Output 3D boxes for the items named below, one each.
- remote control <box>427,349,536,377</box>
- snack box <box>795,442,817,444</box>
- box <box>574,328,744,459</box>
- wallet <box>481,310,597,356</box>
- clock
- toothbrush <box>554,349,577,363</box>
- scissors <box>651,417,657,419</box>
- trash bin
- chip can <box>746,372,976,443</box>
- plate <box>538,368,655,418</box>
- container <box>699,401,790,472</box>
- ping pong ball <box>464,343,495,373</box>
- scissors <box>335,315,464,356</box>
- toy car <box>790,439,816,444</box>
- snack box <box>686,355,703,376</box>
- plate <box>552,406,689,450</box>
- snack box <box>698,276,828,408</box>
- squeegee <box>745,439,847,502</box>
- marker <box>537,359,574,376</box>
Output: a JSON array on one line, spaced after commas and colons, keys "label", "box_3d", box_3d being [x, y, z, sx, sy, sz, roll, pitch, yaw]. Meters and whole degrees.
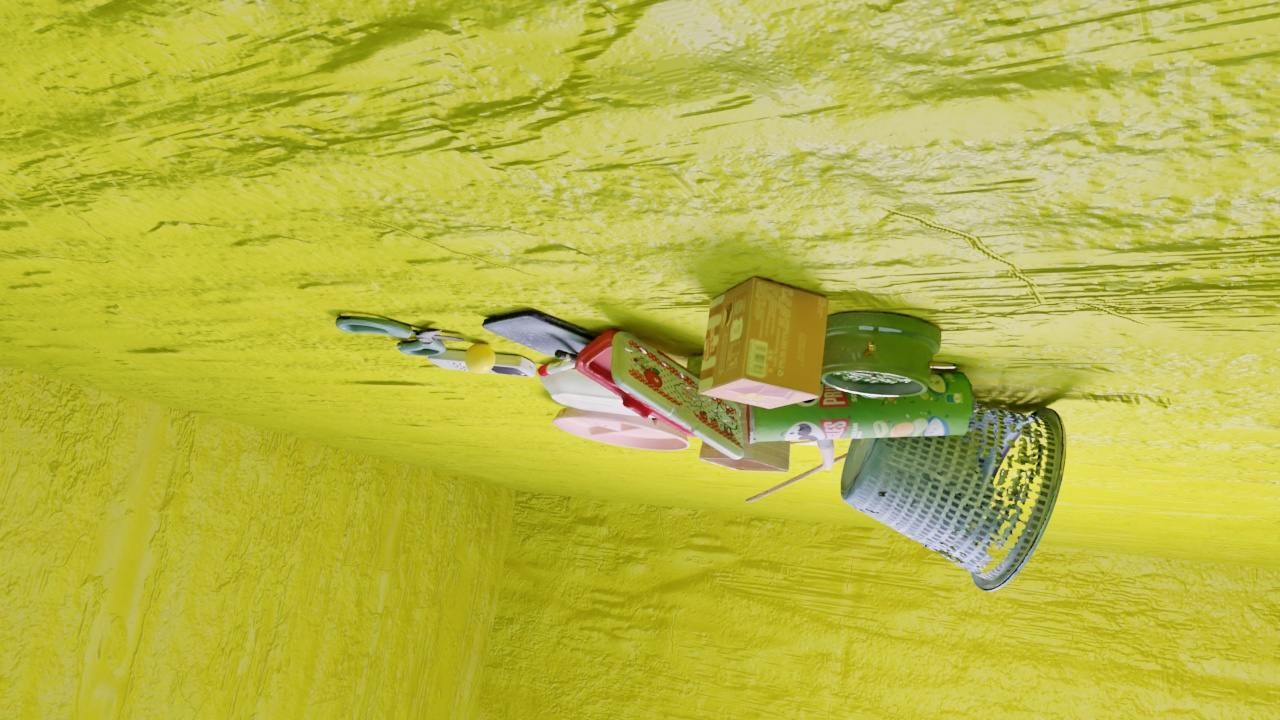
[{"label": "remote control", "box_3d": [-0.222, 0.004, 1.288, 0.150, 0.021, 0.058, 5, 167, 18]}, {"label": "snack box", "box_3d": [0.206, 0.106, 1.417, 0.141, 0.033, 0.086, -4, 162, 38]}, {"label": "box", "box_3d": [0.023, 0.051, 1.054, 0.201, 0.100, 0.103, 33, 131, -28]}, {"label": "wallet", "box_3d": [-0.111, -0.032, 1.072, 0.120, 0.019, 0.097, 22, 160, -40]}, {"label": "clock", "box_3d": [0.220, 0.000, 0.895, 0.116, 0.056, 0.161, 14, 167, -17]}, {"label": "toothbrush", "box_3d": [-0.065, 0.004, 1.139, 0.017, 0.012, 0.185, -14, 169, 18]}, {"label": "scissors", "box_3d": [0.031, 0.090, 1.484, 0.233, 0.021, 0.221, 12, 167, -10]}, {"label": "trash bin", "box_3d": [0.351, 0.130, 1.080, 0.195, 0.226, 0.227, 20, 168, 5]}, {"label": "chip can", "box_3d": [0.233, 0.050, 0.990, 0.236, 0.072, 0.072, -2, 166, 4]}, {"label": "plate", "box_3d": [-0.020, 0.053, 1.332, 0.266, 0.034, 0.162, 6, 167, 12]}, {"label": "container", "box_3d": [0.138, 0.080, 1.170, 0.090, 0.110, 0.090, 20, 163, -42]}, {"label": "ping pong ball", "box_3d": [-0.211, -0.003, 1.205, 0.040, 0.040, 0.040, 8, 167, 2]}, {"label": "scissors", "box_3d": [-0.305, -0.029, 1.212, 0.170, 0.019, 0.181, 6, 166, 6]}, {"label": "toy car", "box_3d": [0.214, 0.089, 1.269, 0.071, 0.041, 0.156, -7, 155, 20]}, {"label": "snack box", "box_3d": [0.135, 0.011, 1.065, 0.085, 0.026, 0.157, 19, 163, -37]}, {"label": "plate", "box_3d": [-0.031, 0.111, 1.512, 0.229, 0.028, 0.230, 10, 165, 2]}, {"label": "snack box", "box_3d": [0.111, -0.013, 0.832, 0.077, 0.092, 0.094, 13, 166, -18]}, {"label": "squeegee", "box_3d": [0.246, 0.110, 1.235, 0.247, 0.040, 0.250, -25, 149, 1]}, {"label": "marker", "box_3d": [-0.102, 0.006, 1.223, 0.017, 0.017, 0.145, 15, 165, -26]}]
